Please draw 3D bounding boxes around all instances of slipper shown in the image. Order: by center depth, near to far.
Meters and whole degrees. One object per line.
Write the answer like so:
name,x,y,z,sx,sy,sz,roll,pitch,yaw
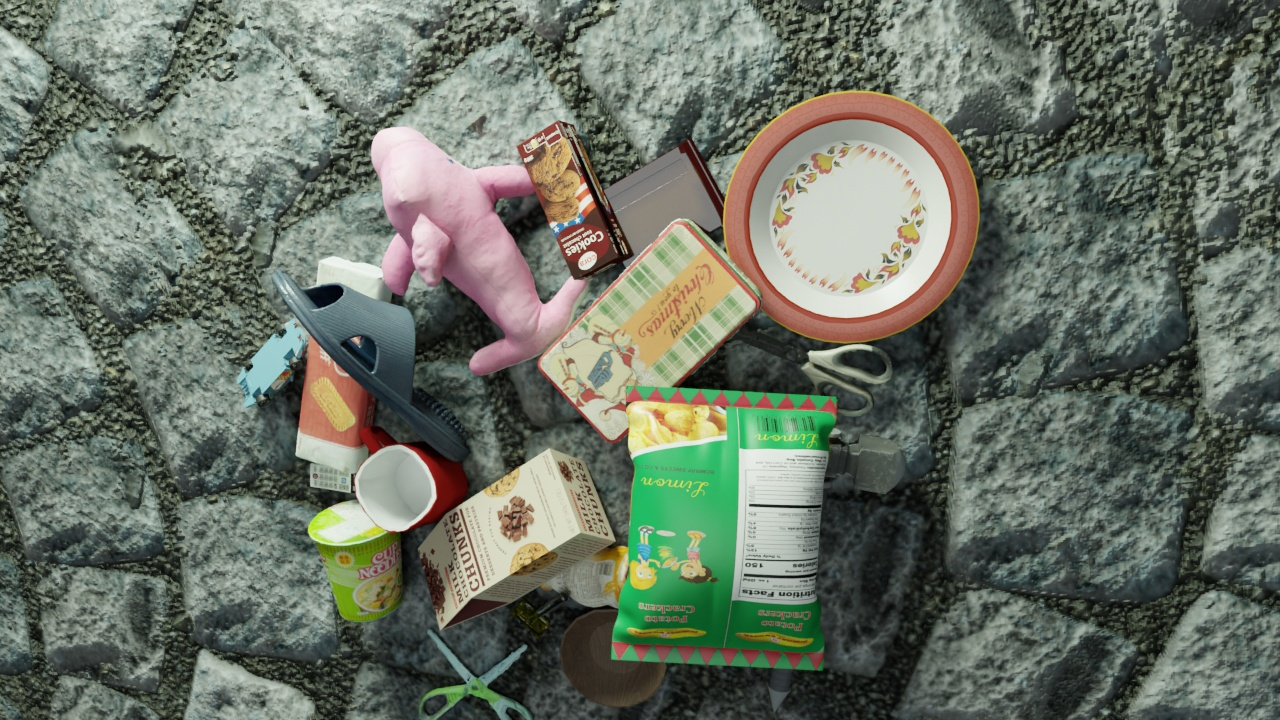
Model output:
slipper,-0.244,-0.006,0.906,0.082,0.101,0.263,-44,117,-5

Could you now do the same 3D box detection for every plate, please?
plate,0.193,-0.131,0.852,0.230,0.021,0.230,2,103,11

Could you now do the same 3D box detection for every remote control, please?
remote control,-0.307,0.134,1.016,0.124,0.011,0.028,7,104,9

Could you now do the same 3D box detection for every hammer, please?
hammer,0.162,0.220,0.933,0.156,0.043,0.323,10,107,9

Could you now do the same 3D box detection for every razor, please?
razor,-0.100,0.263,0.974,0.042,0.026,0.106,44,140,0

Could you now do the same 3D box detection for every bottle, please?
bottle,-0.054,0.226,0.963,0.109,0.063,0.063,-3,102,26

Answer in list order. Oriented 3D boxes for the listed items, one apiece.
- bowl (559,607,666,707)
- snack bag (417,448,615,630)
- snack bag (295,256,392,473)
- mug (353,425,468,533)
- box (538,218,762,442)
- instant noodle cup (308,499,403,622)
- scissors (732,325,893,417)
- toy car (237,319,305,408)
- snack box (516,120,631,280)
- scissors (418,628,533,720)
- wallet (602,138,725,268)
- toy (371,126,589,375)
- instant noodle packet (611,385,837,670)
bowl,-0.027,0.316,0.994,0.118,0.030,0.118,2,103,10
snack bag,-0.141,0.189,0.945,0.207,0.070,0.094,-33,61,16
snack bag,-0.314,0.006,0.975,0.077,0.041,0.225,15,106,9
mug,-0.244,0.116,0.949,0.080,0.096,0.116,-37,83,4
box,0.007,-0.027,0.869,0.206,0.050,0.117,-43,93,16
instant noodle cup,-0.300,0.220,0.998,0.099,0.098,0.108,0,110,11
scissors,0.164,-0.008,0.876,0.133,0.012,0.169,-33,106,29
toy car,-0.389,0.005,0.989,0.108,0.027,0.060,-42,58,18
snack box,-0.064,-0.152,0.875,0.051,0.031,0.141,-25,86,23
scissors,-0.187,0.372,1.049,0.172,0.021,0.172,-39,89,19
wallet,0.021,-0.145,0.886,0.116,0.018,0.091,-28,96,14
toy,-0.175,-0.107,0.877,0.187,0.127,0.265,-36,100,12
instant noodle packet,0.078,0.154,0.846,0.195,0.090,0.252,3,89,-1
